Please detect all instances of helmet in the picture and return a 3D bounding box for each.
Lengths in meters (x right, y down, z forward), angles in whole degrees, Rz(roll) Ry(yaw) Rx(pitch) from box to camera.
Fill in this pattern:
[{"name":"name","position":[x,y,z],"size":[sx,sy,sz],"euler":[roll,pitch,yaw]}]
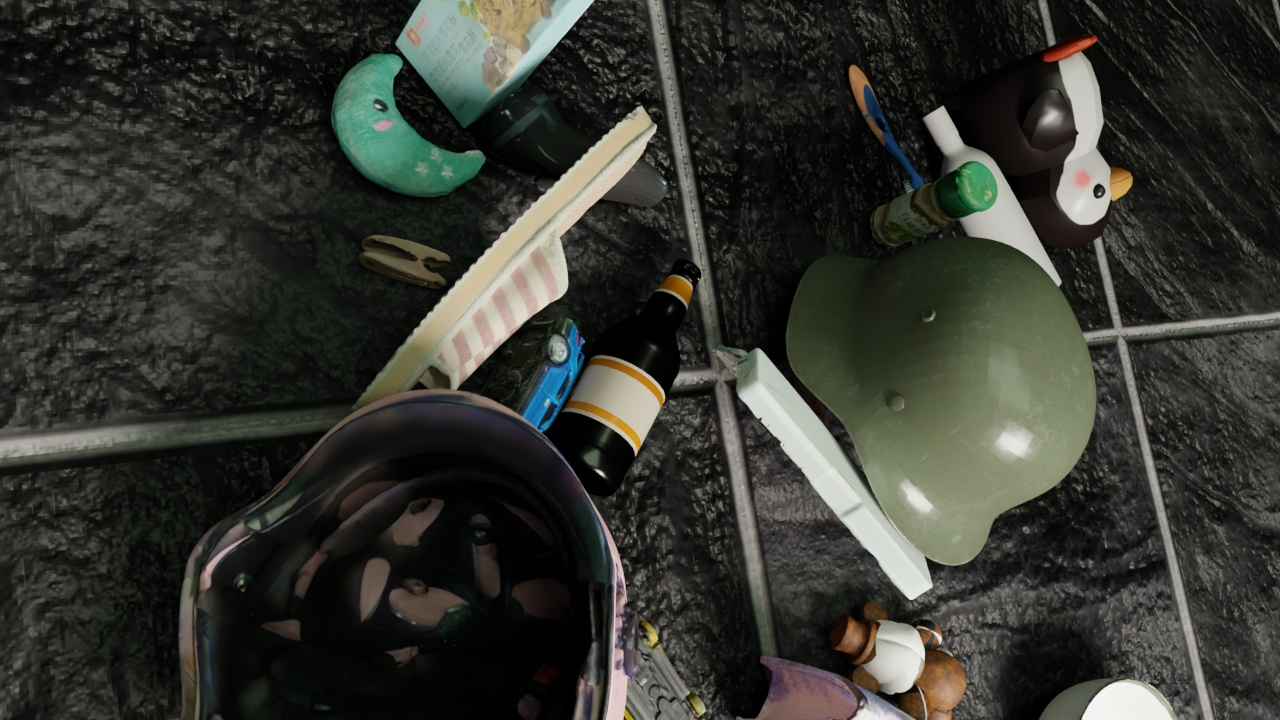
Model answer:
[{"name":"helmet","position":[0.243,0.011,0.678],"size":[0.227,0.154,0.267],"euler":[27,54,-30]},{"name":"helmet","position":[-0.105,0.151,0.482],"size":[0.230,0.152,0.255],"euler":[-4,70,16]}]

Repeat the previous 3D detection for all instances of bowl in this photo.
[{"name":"bowl","position":[0.382,0.342,0.767],"size":[0.153,0.073,0.153],"euler":[6,77,-28]}]

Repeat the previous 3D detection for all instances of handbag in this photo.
[{"name":"handbag","position":[0.158,0.271,0.632],"size":[0.158,0.127,0.069],"euler":[38,67,-18]}]

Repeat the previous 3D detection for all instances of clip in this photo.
[{"name":"clip","position":[0.134,0.037,0.729],"size":[0.049,0.026,0.061],"euler":[22,71,-24]},{"name":"clip","position":[-0.152,-0.068,0.599],"size":[0.061,0.026,0.049],"euler":[47,61,-13]}]

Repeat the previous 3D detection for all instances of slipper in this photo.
[{"name":"slipper","position":[-0.074,-0.053,0.576],"size":[0.052,0.115,0.262],"euler":[43,77,-8]}]

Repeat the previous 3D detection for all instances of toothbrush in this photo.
[{"name":"toothbrush","position":[0.222,-0.208,0.836],"size":[0.021,0.017,0.135],"euler":[-31,92,-34]}]

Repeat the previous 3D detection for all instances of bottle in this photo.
[{"name":"bottle","position":[-0.004,0.004,0.641],"size":[0.059,0.059,0.181],"euler":[37,65,-17]},{"name":"bottle","position":[0.318,-0.145,0.850],"size":[0.052,0.053,0.195],"euler":[-34,96,-30]},{"name":"bottle","position":[0.243,-0.129,0.772],"size":[0.043,0.111,0.043],"euler":[7,75,-28]}]

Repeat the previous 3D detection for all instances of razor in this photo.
[{"name":"razor","position":[-0.044,-0.151,0.658],"size":[0.140,0.053,0.063],"euler":[17,76,-26]}]

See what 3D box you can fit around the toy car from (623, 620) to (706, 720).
[{"name":"toy car","position":[0.005,0.222,0.615],"size":[0.049,0.030,0.107],"euler":[-35,94,-31]}]

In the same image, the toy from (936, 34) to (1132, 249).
[{"name":"toy","position":[0.375,-0.192,0.867],"size":[0.184,0.140,0.158],"euler":[68,27,-10]}]

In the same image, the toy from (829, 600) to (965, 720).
[{"name":"toy","position":[0.197,0.232,0.702],"size":[0.112,0.067,0.087],"euler":[26,53,-5]}]

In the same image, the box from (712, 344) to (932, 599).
[{"name":"box","position":[0.130,0.070,0.660],"size":[0.044,0.136,0.197],"euler":[-39,101,6]}]

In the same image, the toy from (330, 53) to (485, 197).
[{"name":"toy","position":[-0.161,-0.153,0.609],"size":[0.105,0.033,0.084],"euler":[52,50,-8]}]

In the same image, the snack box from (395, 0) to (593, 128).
[{"name":"snack box","position":[-0.089,-0.223,0.580],"size":[0.075,0.175,0.053],"euler":[52,55,-10]}]

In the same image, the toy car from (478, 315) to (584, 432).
[{"name":"toy car","position":[-0.076,0.023,0.601],"size":[0.043,0.056,0.120],"euler":[52,53,-34]}]
